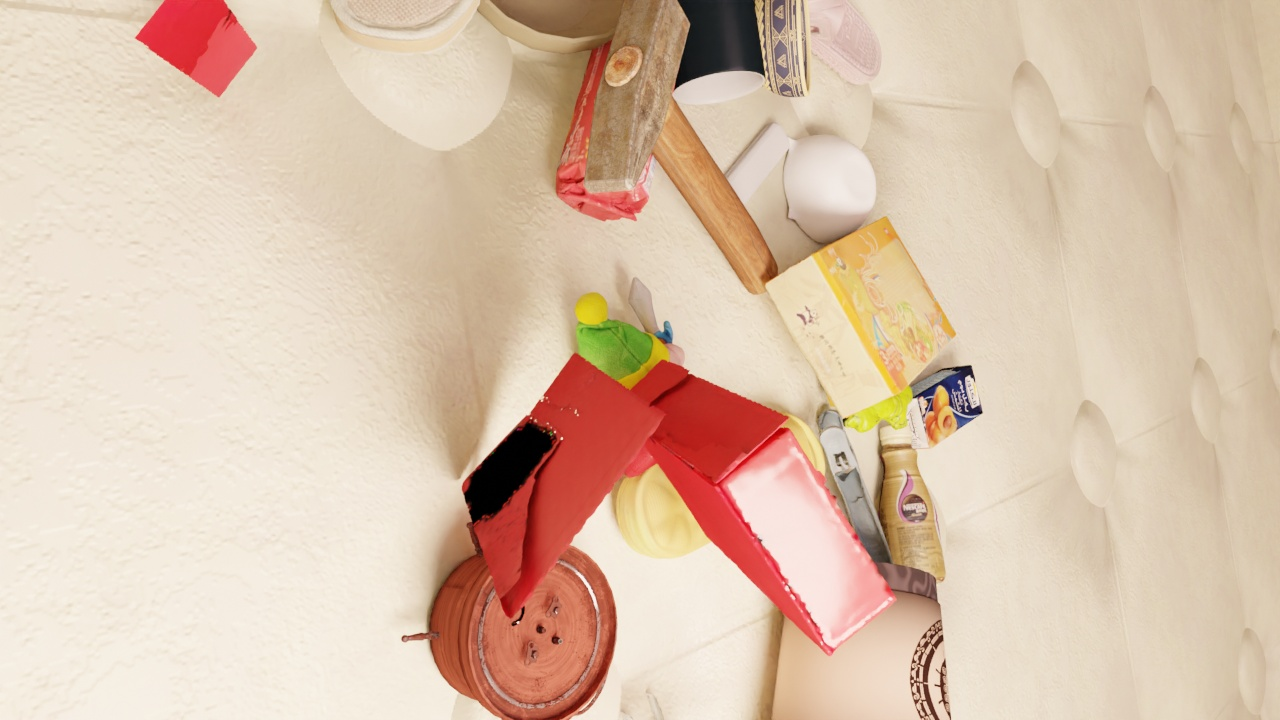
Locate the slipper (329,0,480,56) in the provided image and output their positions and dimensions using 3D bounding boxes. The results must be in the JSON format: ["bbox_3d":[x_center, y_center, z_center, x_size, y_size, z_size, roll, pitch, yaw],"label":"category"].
[{"bbox_3d":[-0.153,-0.333,0.632,0.115,0.052,0.262,9,72,-8],"label":"slipper"}]

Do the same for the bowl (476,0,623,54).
[{"bbox_3d":[-0.070,-0.300,0.705,0.152,0.051,0.152,4,76,-18],"label":"bowl"}]

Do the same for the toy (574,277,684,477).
[{"bbox_3d":[-0.004,0.004,0.711,0.131,0.097,0.124,47,64,-2],"label":"toy"}]

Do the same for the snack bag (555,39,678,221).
[{"bbox_3d":[-0.016,-0.194,0.742,0.082,0.082,0.176,27,67,-35],"label":"snack bag"}]

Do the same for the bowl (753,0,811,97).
[{"bbox_3d":[0.129,-0.310,0.884,0.112,0.061,0.112,-1,89,-74],"label":"bowl"}]

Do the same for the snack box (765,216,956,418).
[{"bbox_3d":[0.212,-0.043,0.885,0.194,0.081,0.145,-29,88,-53],"label":"snack box"}]

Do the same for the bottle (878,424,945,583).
[{"bbox_3d":[0.276,0.149,0.958,0.059,0.060,0.166,10,68,-40],"label":"bottle"}]

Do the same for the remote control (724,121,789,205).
[{"bbox_3d":[0.108,-0.185,0.888,0.033,0.012,0.130,53,54,-22],"label":"remote control"}]

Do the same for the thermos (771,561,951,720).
[{"bbox_3d":[0.191,0.299,0.794,0.172,0.173,0.225,24,62,-36],"label":"thermos"}]

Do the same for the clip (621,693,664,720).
[{"bbox_3d":[0.025,0.315,0.720,0.056,0.056,0.102,-40,113,-72],"label":"clip"}]

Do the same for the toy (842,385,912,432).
[{"bbox_3d":[0.243,0.040,0.948,0.093,0.036,0.094,31,60,-14],"label":"toy"}]

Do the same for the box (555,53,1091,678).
[{"bbox_3d":[0.126,-0.001,0.599,0.351,0.217,0.198,-40,107,-8],"label":"box"}]

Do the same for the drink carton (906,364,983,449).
[{"bbox_3d":[0.334,0.051,1.032,0.129,0.040,0.064,-21,98,-41],"label":"drink carton"}]

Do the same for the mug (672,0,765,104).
[{"bbox_3d":[0.068,-0.287,0.831,0.121,0.085,0.094,-4,86,-70],"label":"mug"}]

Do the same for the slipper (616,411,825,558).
[{"bbox_3d":[0.093,0.102,0.789,0.262,0.079,0.099,-13,88,-44],"label":"slipper"}]

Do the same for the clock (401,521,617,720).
[{"bbox_3d":[-0.074,0.192,0.632,0.157,0.072,0.120,44,58,-27],"label":"clock"}]

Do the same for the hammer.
[{"bbox_3d":[0.051,-0.135,0.748,0.301,0.037,0.157,43,55,-53],"label":"hammer"}]

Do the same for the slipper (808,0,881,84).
[{"bbox_3d":[0.192,-0.378,0.956,0.239,0.065,0.094,30,65,-36],"label":"slipper"}]

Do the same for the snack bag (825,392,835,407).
[{"bbox_3d":[0.191,0.007,0.916,0.026,0.020,0.099,-2,71,-46],"label":"snack bag"}]

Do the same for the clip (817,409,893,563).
[{"bbox_3d":[0.208,0.133,0.880,0.112,0.028,0.163,-49,117,-78],"label":"clip"}]

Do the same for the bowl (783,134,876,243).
[{"bbox_3d":[0.204,-0.181,0.945,0.114,0.051,0.114,7,79,-40],"label":"bowl"}]
